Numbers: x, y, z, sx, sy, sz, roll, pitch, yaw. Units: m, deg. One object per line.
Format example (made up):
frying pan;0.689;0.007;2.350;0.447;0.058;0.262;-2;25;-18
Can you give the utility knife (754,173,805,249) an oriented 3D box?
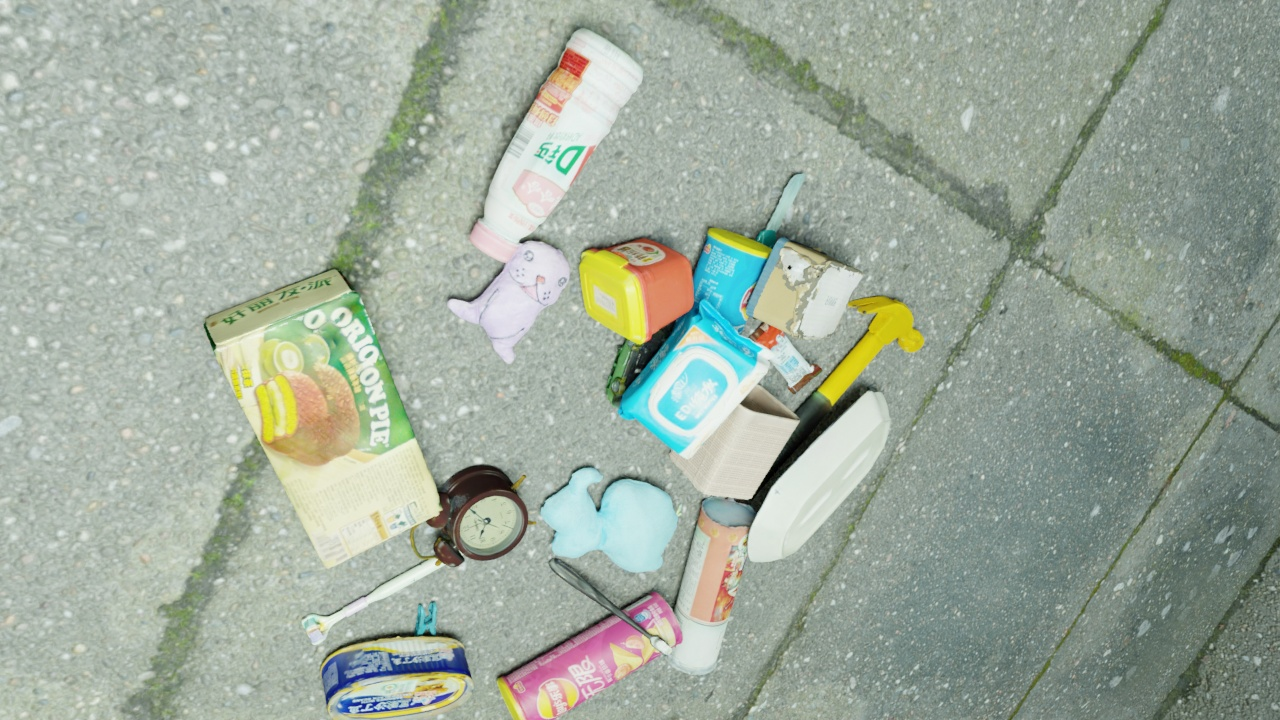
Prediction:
utility knife;0.117;-0.099;0.963;0.029;0.013;0.216;18;107;-37

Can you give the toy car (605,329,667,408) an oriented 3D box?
toy car;-0.005;0.005;0.924;0.043;0.036;0.091;11;111;-36

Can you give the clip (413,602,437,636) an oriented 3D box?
clip;-0.221;0.273;0.947;0.042;0.014;0.056;-3;119;-31

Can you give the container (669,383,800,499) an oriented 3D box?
container;0.098;0.085;1.006;0.090;0.090;0.111;13;111;-38

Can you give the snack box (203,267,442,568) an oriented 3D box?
snack box;-0.258;0.053;0.767;0.114;0.063;0.240;-26;127;-20

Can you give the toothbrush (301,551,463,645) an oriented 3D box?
toothbrush;-0.238;0.219;0.902;0.189;0.029;0.020;-27;169;-20

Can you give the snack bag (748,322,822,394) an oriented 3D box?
snack bag;0.162;-0.004;1.034;0.048;0.026;0.104;-43;126;10

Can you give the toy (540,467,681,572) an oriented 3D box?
toy;-0.025;0.176;1.000;0.156;0.050;0.161;-20;117;-14

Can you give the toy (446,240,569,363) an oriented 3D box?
toy;-0.110;-0.061;0.817;0.108;0.039;0.084;-47;122;-1

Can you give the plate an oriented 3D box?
plate;0.224;0.144;1.102;0.265;0.034;0.162;-39;147;-29

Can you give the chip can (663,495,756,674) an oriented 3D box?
chip can;0.083;0.272;1.110;0.071;0.071;0.215;-3;116;-33

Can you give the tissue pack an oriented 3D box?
tissue pack;0.051;0.020;0.875;0.090;0.063;0.140;37;105;-9

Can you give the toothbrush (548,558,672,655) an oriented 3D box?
toothbrush;-0.032;0.276;1.025;0.181;0.018;0.015;41;77;-14

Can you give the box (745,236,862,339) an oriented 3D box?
box;0.173;-0.071;0.942;0.090;0.061;0.184;-65;160;10

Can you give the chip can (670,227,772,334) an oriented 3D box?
chip can;0.066;-0.024;0.933;0.071;0.071;0.210;8;111;-36

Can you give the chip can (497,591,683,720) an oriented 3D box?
chip can;-0.055;0.348;1.059;0.210;0.071;0.071;-25;126;-21

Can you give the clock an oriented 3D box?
clock;-0.164;0.153;0.885;0.121;0.055;0.082;-19;117;-22

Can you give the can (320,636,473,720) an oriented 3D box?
can;-0.243;0.322;0.924;0.148;0.049;0.075;6;123;-31

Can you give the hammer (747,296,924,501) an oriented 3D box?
hammer;0.218;0.046;1.098;0.300;0.033;0.128;-49;130;-1

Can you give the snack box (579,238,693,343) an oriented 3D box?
snack box;-0.002;-0.068;0.854;0.080;0.091;0.082;-25;126;-29

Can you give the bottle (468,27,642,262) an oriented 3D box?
bottle;-0.075;-0.173;0.762;0.068;0.068;0.197;25;103;-40
